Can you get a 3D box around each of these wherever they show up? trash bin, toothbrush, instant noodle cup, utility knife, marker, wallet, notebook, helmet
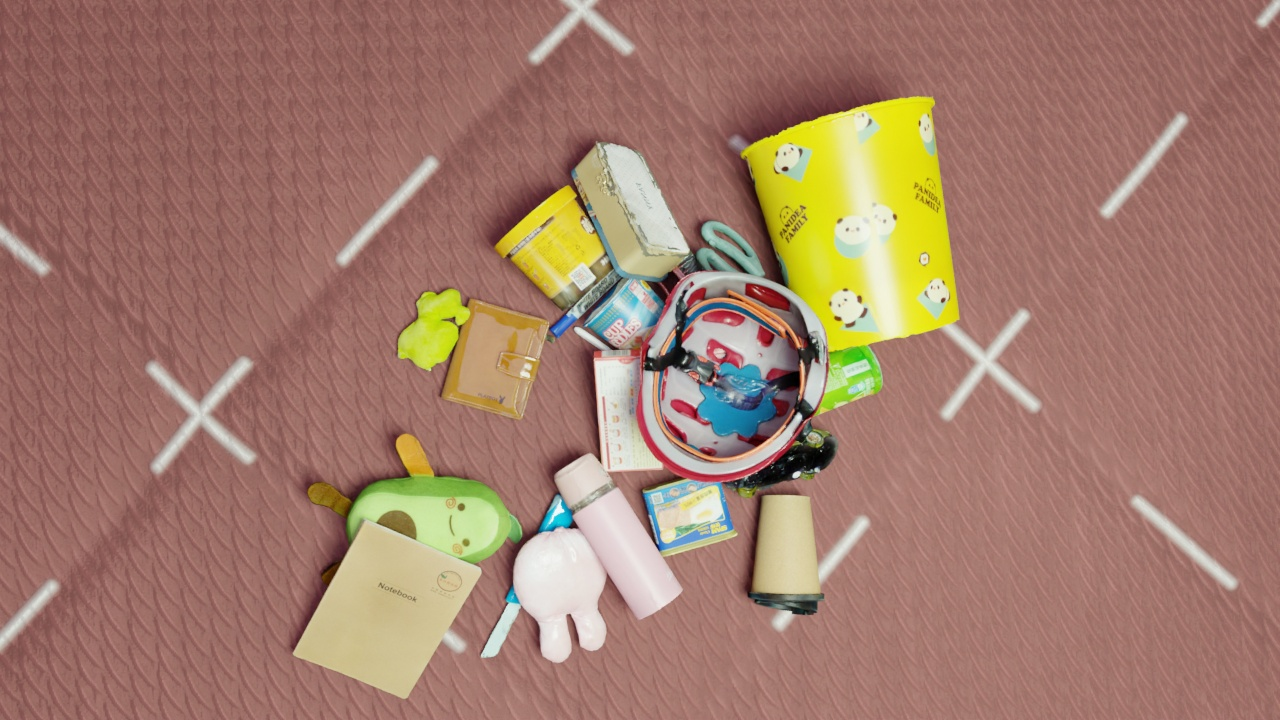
[{"bbox_3d":[0.259,-0.153,1.094,0.229,0.229,0.255,-14,93,-5],"label":"trash bin"},{"bbox_3d":[-0.007,0.007,1.158,0.180,0.016,0.016,33,77,-2],"label":"toothbrush"},{"bbox_3d":[-0.096,-0.132,1.113,0.118,0.118,0.114,-41,98,-6],"label":"instant noodle cup"},{"bbox_3d":[-0.139,0.268,1.129,0.034,0.018,0.218,29,85,-16],"label":"utility knife"},{"bbox_3d":[-0.057,-0.084,1.159,0.145,0.017,0.017,-44,91,-6],"label":"marker"},{"bbox_3d":[0.002,-0.042,1.127,0.110,0.099,0.099,42,84,-8],"label":"instant noodle cup"},{"bbox_3d":[-0.173,0.000,1.139,0.119,0.035,0.130,15,85,3],"label":"wallet"},{"bbox_3d":[-0.297,0.294,1.070,0.147,0.008,0.208,27,108,-14],"label":"notebook"},{"bbox_3d":[0.106,0.032,1.039,0.207,0.144,0.239,21,80,20],"label":"helmet"}]

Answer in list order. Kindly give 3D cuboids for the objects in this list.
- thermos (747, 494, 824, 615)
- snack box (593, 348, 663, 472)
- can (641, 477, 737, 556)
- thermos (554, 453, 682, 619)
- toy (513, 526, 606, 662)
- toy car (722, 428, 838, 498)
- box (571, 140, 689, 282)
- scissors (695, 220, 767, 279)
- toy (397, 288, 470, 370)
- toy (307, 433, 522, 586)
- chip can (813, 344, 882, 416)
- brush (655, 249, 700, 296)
[{"bbox_3d":[0.179,0.239,1.127,0.093,0.093,0.143,3,78,-5],"label":"thermos"},{"bbox_3d":[-0.013,0.062,1.112,0.077,0.027,0.156,-3,114,0],"label":"snack box"},{"bbox_3d":[0.059,0.187,1.132,0.102,0.057,0.083,-15,86,-5],"label":"can"},{"bbox_3d":[-0.028,0.206,1.101,0.067,0.087,0.198,-35,82,9],"label":"thermos"},{"bbox_3d":[-0.092,0.280,1.108,0.121,0.054,0.159,-9,94,-27],"label":"toy"},{"bbox_3d":[0.172,0.123,1.135,0.158,0.042,0.070,-10,131,-19],"label":"toy car"},{"bbox_3d":[-0.010,-0.175,1.103,0.089,0.061,0.184,4,57,-45],"label":"box"},{"bbox_3d":[0.136,-0.095,1.144,0.180,0.019,0.143,42,40,-12],"label":"scissors"},{"bbox_3d":[-0.255,-0.038,1.130,0.097,0.031,0.100,-6,78,13],"label":"toy"},{"bbox_3d":[-0.269,0.200,1.089,0.247,0.090,0.227,-8,97,-1],"label":"toy"},{"bbox_3d":[0.192,0.043,1.143,0.221,0.072,0.072,-20,88,-5],"label":"chip can"},{"bbox_3d":[0.069,-0.081,1.147,0.069,0.063,0.146,-42,89,5],"label":"brush"}]
